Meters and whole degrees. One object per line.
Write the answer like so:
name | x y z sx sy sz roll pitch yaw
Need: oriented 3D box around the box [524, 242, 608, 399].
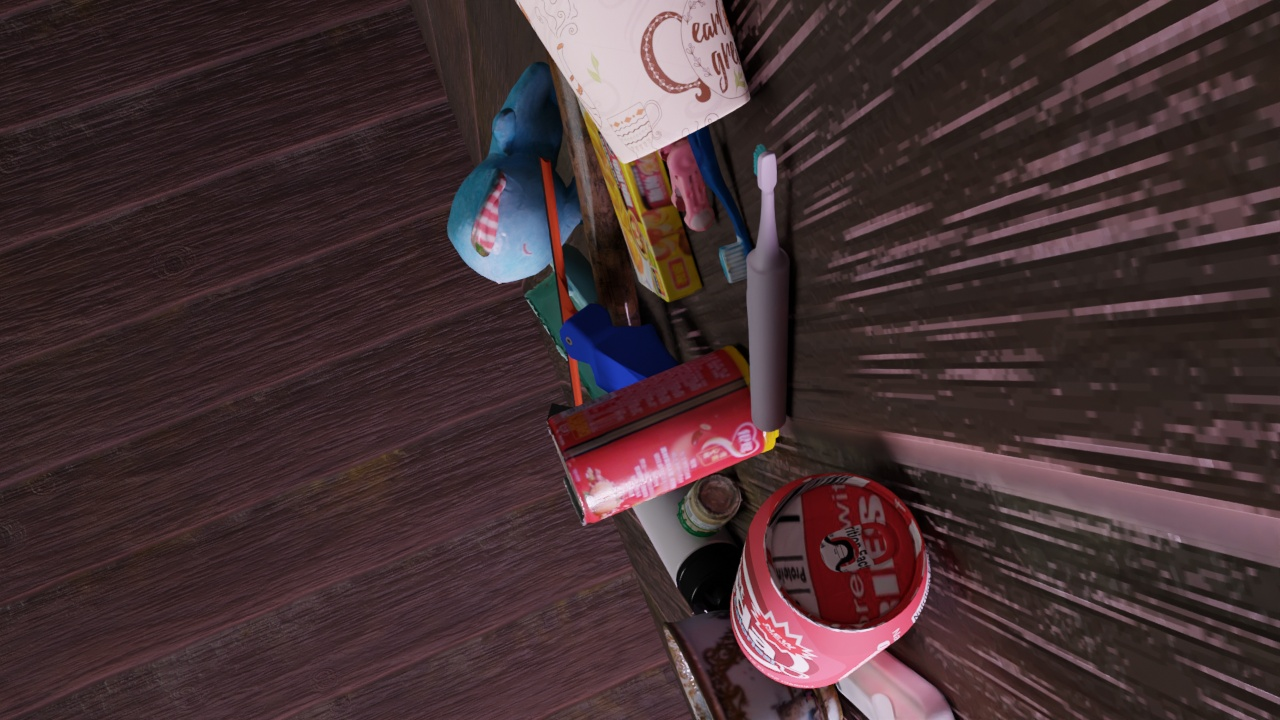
box | -0.055 -0.045 0.838 0.188 0.077 0.091 55 179 40

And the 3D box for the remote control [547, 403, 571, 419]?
remote control | -0.004 0.057 0.660 0.058 0.013 0.133 9 169 38

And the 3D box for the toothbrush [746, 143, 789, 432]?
toothbrush | 0.059 -0.024 0.427 0.188 0.018 0.019 79 165 -53

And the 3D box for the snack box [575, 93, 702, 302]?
snack box | -0.004 -0.116 0.578 0.075 0.025 0.152 -135 24 -69

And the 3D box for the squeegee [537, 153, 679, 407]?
squeegee | -0.004 0.004 0.631 0.185 0.055 0.250 31 144 31

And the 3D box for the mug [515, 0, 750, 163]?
mug | -0.010 -0.137 0.382 0.097 0.081 0.122 63 165 -14

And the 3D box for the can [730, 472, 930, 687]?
can | 0.081 0.104 0.418 0.143 0.074 0.074 85 161 -64

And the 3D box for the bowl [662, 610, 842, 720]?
bowl | 0.089 0.249 0.671 0.160 0.094 0.160 158 91 -82

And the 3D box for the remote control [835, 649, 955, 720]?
remote control | 0.129 0.178 0.482 0.133 0.022 0.050 176 73 -82

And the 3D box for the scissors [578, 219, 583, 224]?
scissors | -0.031 -0.106 0.829 0.130 0.014 0.117 37 152 62

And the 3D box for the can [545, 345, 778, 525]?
can | 0.011 0.043 0.537 0.067 0.124 0.066 158 91 -82

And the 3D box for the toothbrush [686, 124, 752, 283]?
toothbrush | 0.031 -0.098 0.430 0.021 0.016 0.132 -139 27 -68

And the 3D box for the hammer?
hammer | -0.029 -0.074 0.684 0.120 0.032 0.331 10 126 32

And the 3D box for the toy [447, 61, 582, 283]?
toy | -0.088 -0.149 0.762 0.183 0.115 0.180 -14 -56 -82

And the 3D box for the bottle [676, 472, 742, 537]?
bottle | 0.055 0.116 0.740 0.110 0.042 0.042 100 147 -72

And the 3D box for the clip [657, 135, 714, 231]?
clip | 0.023 -0.096 0.477 0.060 0.023 0.043 67 172 -31

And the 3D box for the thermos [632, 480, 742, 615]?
thermos | 0.043 0.158 0.864 0.101 0.068 0.229 58 179 -37
